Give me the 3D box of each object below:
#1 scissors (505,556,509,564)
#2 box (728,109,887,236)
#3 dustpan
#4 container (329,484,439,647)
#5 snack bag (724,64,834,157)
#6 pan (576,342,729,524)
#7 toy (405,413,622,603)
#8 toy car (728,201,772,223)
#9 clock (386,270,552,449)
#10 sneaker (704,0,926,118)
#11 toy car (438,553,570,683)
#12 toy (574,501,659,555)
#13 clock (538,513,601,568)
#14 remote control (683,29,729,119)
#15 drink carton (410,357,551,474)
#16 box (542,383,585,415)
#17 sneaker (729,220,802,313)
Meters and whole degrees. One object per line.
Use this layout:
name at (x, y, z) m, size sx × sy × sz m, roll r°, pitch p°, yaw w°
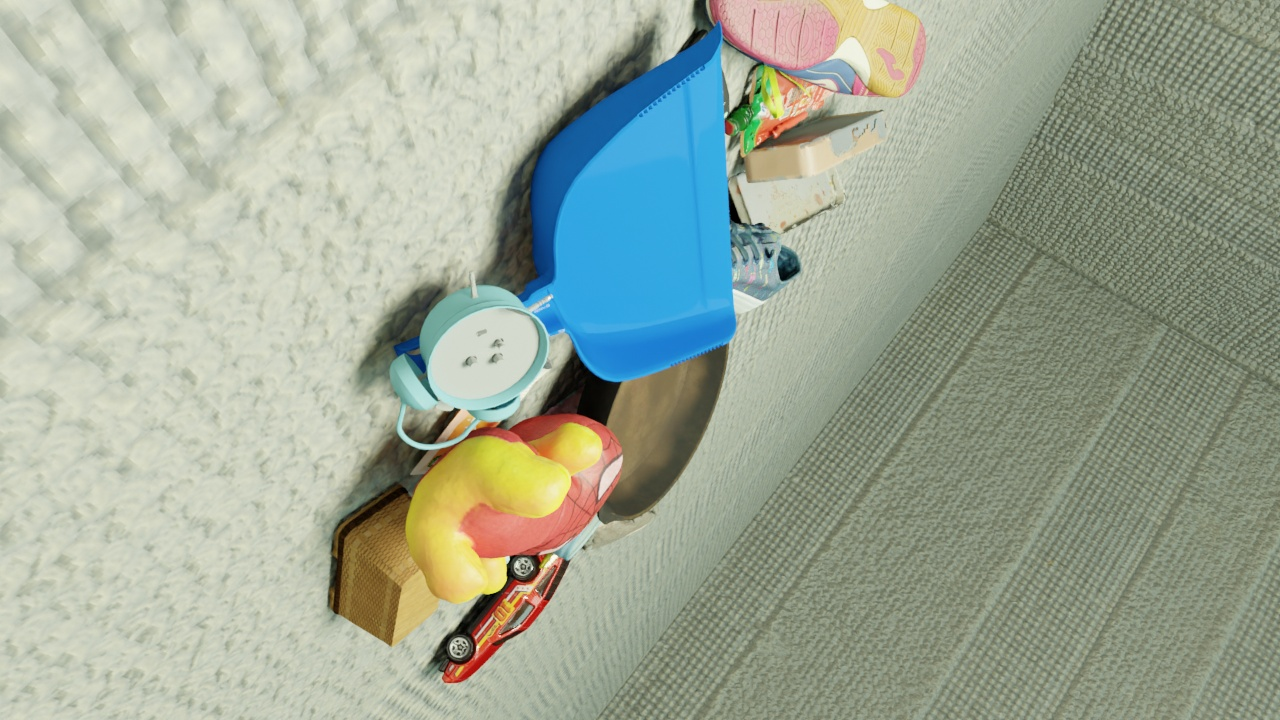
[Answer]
scissors at (-0.136, 0.187, 0.951) m, size 0.103 × 0.015 × 0.133 m, roll -59°, pitch 164°, yaw 12°
box at (0.178, -0.197, 0.917) m, size 0.108 × 0.095 × 0.215 m, roll -29°, pitch -177°, yaw 40°
dustpan at (-0.041, -0.060, 0.604) m, size 0.257 × 0.059 × 0.246 m, roll -23°, pitch 138°, yaw -13°
container at (-0.184, 0.157, 0.682) m, size 0.063 × 0.061 × 0.114 m, roll -37°, pitch 156°, yaw -44°
snack bag at (0.126, -0.232, 0.810) m, size 0.154 × 0.044 × 0.087 m, roll -38°, pitch 152°, yaw -32°
pan at (-0.005, 0.005, 0.810) m, size 0.248 × 0.043 × 0.356 m, roll -58°, pitch 153°, yaw -20°
toy at (-0.084, 0.093, 0.667) m, size 0.148 × 0.099 × 0.216 m, roll -40°, pitch 173°, yaw 11°
toy car at (0.116, -0.147, 0.938) m, size 0.036 × 0.042 × 0.091 m, roll -34°, pitch 178°, yaw 40°
clock at (-0.103, 0.008, 0.548) m, size 0.087 × 0.042 × 0.123 m, roll 14°, pitch 118°, yaw -41°
sneaker at (0.119, -0.247, 0.699) m, size 0.241 × 0.091 × 0.116 m, roll 1°, pitch 110°, yaw -45°
toy car at (-0.149, 0.281, 1.023) m, size 0.189 × 0.056 × 0.081 m, roll -49°, pitch 165°, yaw -10°
toy at (-0.028, 0.183, 1.126) m, size 0.133 × 0.076 × 0.176 m, roll -26°, pitch 162°, yaw 4°
clock at (-0.064, 0.142, 0.958) m, size 0.117 × 0.060 × 0.162 m, roll -45°, pitch 167°, yaw -46°
remote control at (0.048, -0.206, 0.692) m, size 0.039 × 0.010 × 0.125 m, roll -53°, pitch 163°, yaw -3°
drink carton at (-0.121, 0.041, 0.689) m, size 0.122 × 0.039 × 0.069 m, roll -50°, pitch 163°, yaw 9°
box at (-0.070, 0.080, 0.868) m, size 0.232 × 0.046 × 0.098 m, roll -37°, pitch 155°, yaw -45°
sneaker at (0.076, -0.096, 0.787) m, size 0.079 × 0.087 × 0.235 m, roll -24°, pitch 166°, yaw 21°
